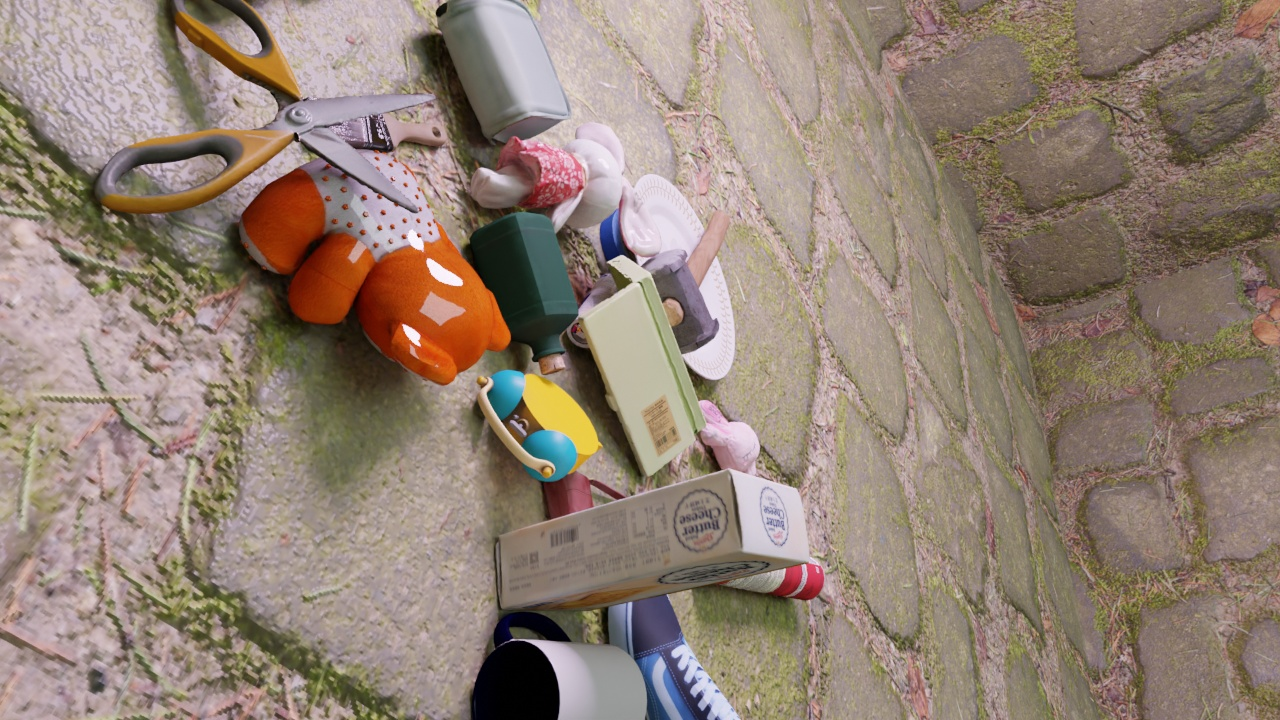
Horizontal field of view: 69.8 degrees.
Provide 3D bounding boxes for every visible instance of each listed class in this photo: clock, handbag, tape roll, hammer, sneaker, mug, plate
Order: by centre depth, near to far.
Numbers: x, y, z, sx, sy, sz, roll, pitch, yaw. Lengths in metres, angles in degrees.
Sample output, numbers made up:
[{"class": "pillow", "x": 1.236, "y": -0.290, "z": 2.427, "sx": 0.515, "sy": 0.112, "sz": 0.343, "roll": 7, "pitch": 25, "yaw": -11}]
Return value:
[{"class": "mug", "x": -0.063, "y": 0.225, "z": 0.646, "sx": 0.096, "sy": 0.079, "sz": 0.112, "roll": 25, "pitch": 23, "yaw": -50}, {"class": "clock", "x": -0.079, "y": 0.051, "z": 0.730, "sx": 0.099, "sy": 0.044, "sz": 0.129, "roll": 52, "pitch": 18, "yaw": 16}, {"class": "sneaker", "x": 0.047, "y": 0.283, "z": 0.754, "sx": 0.083, "sy": 0.098, "sz": 0.241, "roll": 5, "pitch": 68, "yaw": -57}, {"class": "handbag", "x": -0.038, "y": 0.123, "z": 0.793, "sx": 0.119, "sy": 0.029, "sz": 0.055, "roll": 24, "pitch": 48, "yaw": -57}, {"class": "handbag", "x": -0.128, "y": -0.265, "z": 0.841, "sx": 0.122, "sy": 0.067, "sz": 0.106, "roll": 67, "pitch": 21, "yaw": -4}, {"class": "tape roll", "x": -0.009, "y": -0.122, "z": 0.997, "sx": 0.093, "sy": 0.016, "sz": 0.091, "roll": 23, "pitch": 53, "yaw": -52}, {"class": "hammer", "x": 0.066, "y": -0.110, "z": 1.021, "sx": 0.098, "sy": 0.052, "sz": 0.327, "roll": 64, "pitch": 23, "yaw": -16}, {"class": "plate", "x": 0.046, "y": -0.093, "z": 1.037, "sx": 0.242, "sy": 0.016, "sz": 0.242, "roll": 43, "pitch": 37, "yaw": -46}]

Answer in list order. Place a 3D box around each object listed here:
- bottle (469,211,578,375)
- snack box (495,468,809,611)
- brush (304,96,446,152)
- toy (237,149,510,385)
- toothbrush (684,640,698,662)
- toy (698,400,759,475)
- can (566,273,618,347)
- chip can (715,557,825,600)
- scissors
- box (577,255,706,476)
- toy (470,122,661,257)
[{"class": "bottle", "x": -0.092, "y": -0.053, "z": 0.773, "sx": 0.061, "sy": 0.061, "sz": 0.131, "roll": -6, "pitch": 77, "yaw": -61}, {"class": "snack box", "x": 0.007, "y": 0.137, "z": 0.669, "sx": 0.104, "sy": 0.208, "sz": 0.057, "roll": 23, "pitch": 53, "yaw": -52}, {"class": "brush", "x": -0.204, "y": -0.182, "z": 0.721, "sx": 0.151, "sy": 0.012, "sz": 0.039, "roll": -14, "pitch": 84, "yaw": -60}, {"class": "toy", "x": -0.170, "y": -0.060, "z": 0.635, "sx": 0.172, "sy": 0.093, "sz": 0.163, "roll": 53, "pitch": 28, "yaw": -2}, {"class": "toothbrush", "x": 0.034, "y": 0.251, "z": 0.836, "sx": 0.155, "sy": 0.016, "sz": 0.022, "roll": 64, "pitch": -7, "yaw": -8}, {"class": "toy", "x": 0.099, "y": 0.089, "z": 1.013, "sx": 0.110, "sy": 0.047, "sz": 0.063, "roll": 40, "pitch": 32, "yaw": -35}, {"class": "can", "x": -0.040, "y": -0.050, "z": 0.885, "sx": 0.032, "sy": 0.032, "sz": 0.095, "roll": 57, "pitch": 32, "yaw": -21}, {"class": "chip can", "x": 0.129, "y": 0.221, "z": 0.974, "sx": 0.214, "sy": 0.052, "sz": 0.051, "roll": 26, "pitch": 51, "yaw": -50}, {"class": "scissors", "x": -0.240, "y": -0.153, "z": 0.573, "sx": 0.225, "sy": 0.016, "sz": 0.229, "roll": 41, "pitch": 53, "yaw": 4}, {"class": "box", "x": 0.010, "y": 0.003, "z": 0.870, "sx": 0.127, "sy": 0.066, "sz": 0.188, "roll": -62, "pitch": 139, "yaw": -50}, {"class": "toy", "x": -0.065, "y": -0.162, "z": 0.845, "sx": 0.193, "sy": 0.084, "sz": 0.159, "roll": -13, "pitch": 72, "yaw": -47}]
